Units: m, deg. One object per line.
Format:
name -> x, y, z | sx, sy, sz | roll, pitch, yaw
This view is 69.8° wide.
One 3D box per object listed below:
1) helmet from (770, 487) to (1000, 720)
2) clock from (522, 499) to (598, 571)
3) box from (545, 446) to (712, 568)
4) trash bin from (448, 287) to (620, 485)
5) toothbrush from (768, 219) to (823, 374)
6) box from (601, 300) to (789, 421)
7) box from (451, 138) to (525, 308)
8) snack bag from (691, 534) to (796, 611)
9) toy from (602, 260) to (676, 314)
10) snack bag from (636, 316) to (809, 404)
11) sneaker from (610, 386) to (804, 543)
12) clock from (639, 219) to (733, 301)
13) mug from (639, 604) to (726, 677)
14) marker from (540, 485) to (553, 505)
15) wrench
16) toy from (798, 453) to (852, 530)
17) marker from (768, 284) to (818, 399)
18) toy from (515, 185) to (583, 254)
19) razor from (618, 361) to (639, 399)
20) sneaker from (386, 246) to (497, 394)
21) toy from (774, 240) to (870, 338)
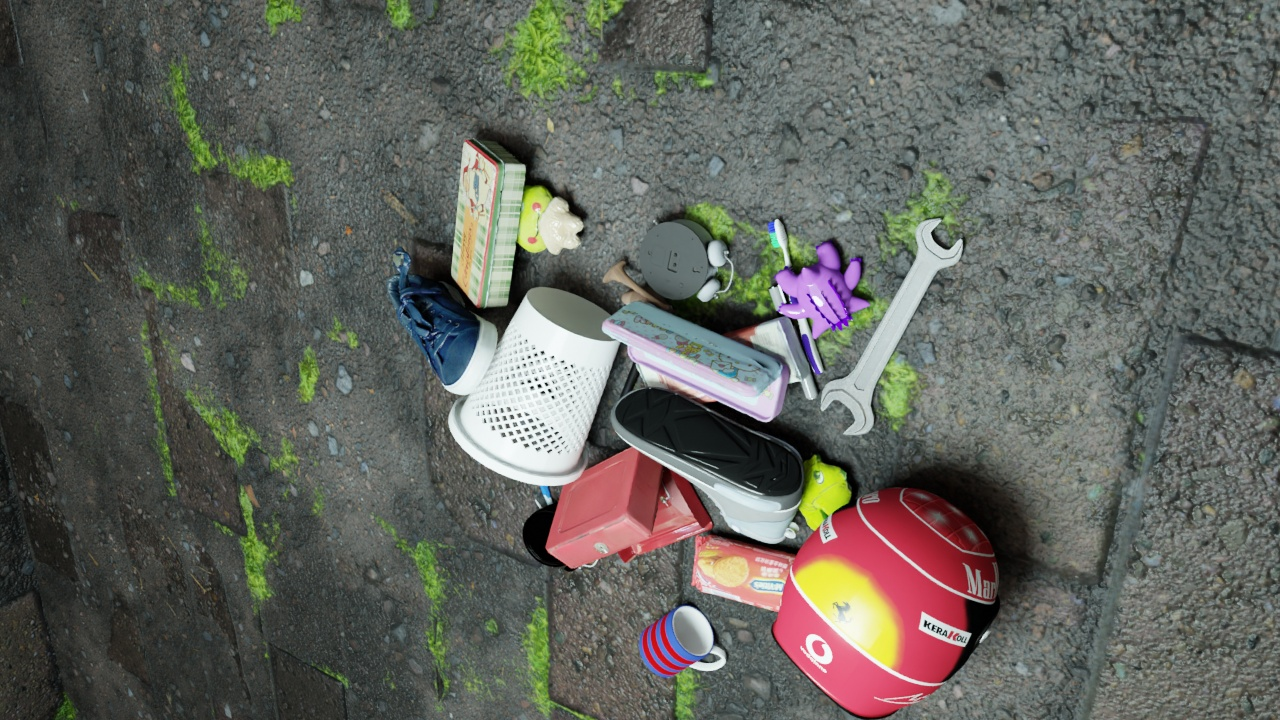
helmet -> 0.273, 0.248, 0.986 | 0.197, 0.270, 0.225 | 41, 105, 31
clock -> -0.113, 0.259, 1.343 | 0.121, 0.042, 0.091 | 25, 112, 12
box -> -0.030, 0.203, 1.208 | 0.158, 0.164, 0.152 | -31, 84, 37
trash bin -> -0.123, 0.024, 1.198 | 0.195, 0.195, 0.200 | 34, 113, 19
toothbrush -> 0.180, -0.072, 1.057 | 0.016, 0.015, 0.187 | -9, 102, 40
box -> 0.057, 0.006, 1.056 | 0.214, 0.092, 0.090 | 25, 123, 28
box -> -0.205, -0.181, 1.221 | 0.117, 0.049, 0.206 | 49, 135, 47
snack bag -> 0.147, 0.275, 1.171 | 0.177, 0.082, 0.082 | 8, 111, 32
toy -> 0.003, -0.078, 1.153 | 0.102, 0.041, 0.055 | 38, 163, 27
snack bag -> 0.096, 0.010, 1.117 | 0.226, 0.041, 0.077 | -16, 99, 43
sneaker -> 0.080, 0.138, 1.143 | 0.257, 0.092, 0.161 | 23, 146, 22
clock -> 0.057, -0.119, 1.108 | 0.123, 0.035, 0.095 | 24, 119, 24
mug -> 0.064, 0.400, 1.278 | 0.112, 0.074, 0.076 | 35, 127, -14
marker -> -0.134, 0.214, 1.371 | 0.013, 0.013, 0.142 | -13, 100, 36
wrench -> 0.275, -0.031, 1.012 | 0.070, 0.010, 0.274 | 33, 122, 19
toy -> 0.218, 0.163, 1.106 | 0.094, 0.036, 0.094 | -37, 83, 45
marker -> 0.180, -0.021, 1.074 | 0.016, 0.016, 0.140 | -15, 98, 36
toy -> -0.124, -0.179, 1.198 | 0.118, 0.043, 0.092 | 25, 117, 27
razor -> -0.007, 0.007, 1.207 | 0.022, 0.042, 0.145 | 5, 124, -16
sneaker -> -0.281, -0.055, 1.219 | 0.121, 0.127, 0.294 | -59, 36, 8
toy -> 0.202, -0.075, 1.014 | 0.106, 0.055, 0.088 | -33, 98, 17
